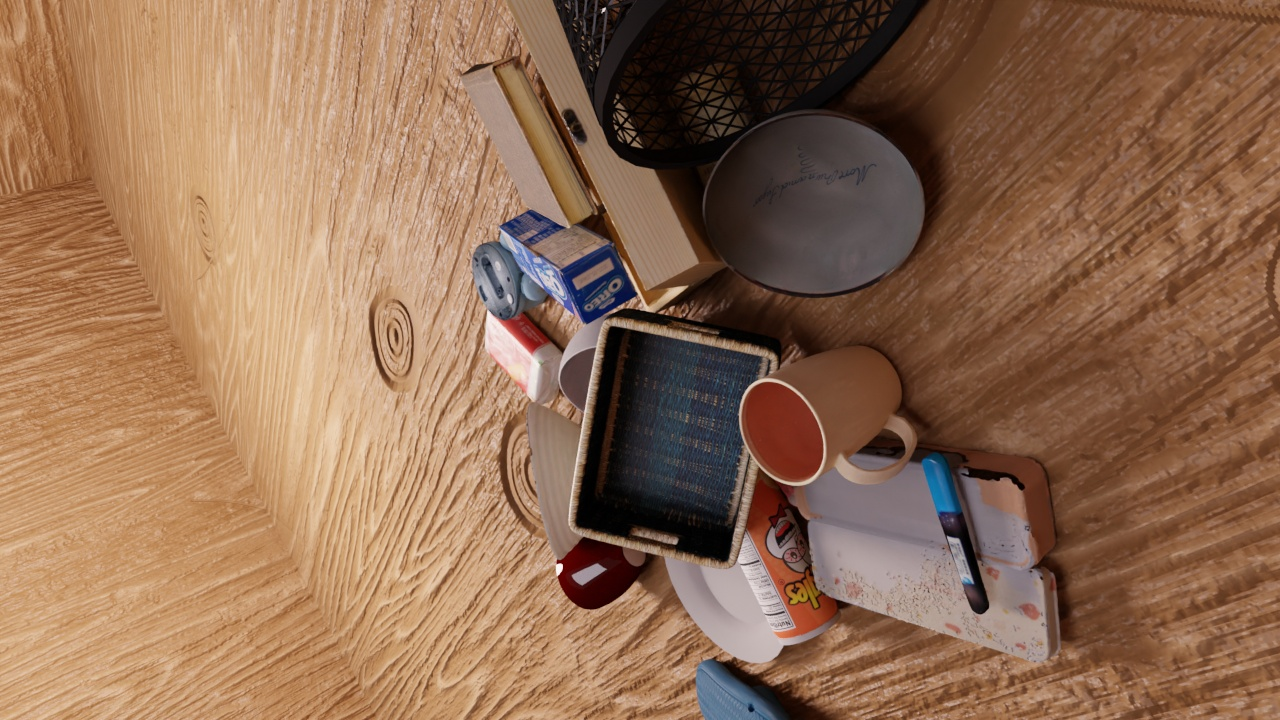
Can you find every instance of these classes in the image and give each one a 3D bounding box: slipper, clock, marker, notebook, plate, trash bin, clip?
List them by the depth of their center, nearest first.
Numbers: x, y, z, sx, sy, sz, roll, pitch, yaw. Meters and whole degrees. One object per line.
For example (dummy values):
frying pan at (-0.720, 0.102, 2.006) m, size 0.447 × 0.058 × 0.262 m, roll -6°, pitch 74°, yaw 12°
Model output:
trash bin at (0.024, -0.283, 0.563) m, size 0.243 × 0.216 × 0.218 m, roll 63°, pitch 146°, yaw 16°
marker at (0.221, 0.121, 0.639) m, size 0.018 × 0.015 × 0.123 m, roll -4°, pitch 109°, yaw 57°
clip at (0.131, 0.099, 0.804) m, size 0.022 × 0.035 × 0.057 m, roll -33°, pitch 88°, yaw 51°
notebook at (-0.115, -0.218, 0.825) m, size 0.190 × 0.034 × 0.215 m, roll 64°, pitch 171°, yaw -23°
plate at (0.088, 0.224, 0.934) m, size 0.173 × 0.019 × 0.173 m, roll 31°, pitch 133°, yaw 40°
slipper at (0.122, 0.377, 0.950) m, size 0.214 × 0.059 × 0.104 m, roll 27°, pitch 123°, yaw 61°
clock at (-0.138, -0.098, 1.015) m, size 0.125 × 0.051 × 0.089 m, roll -32°, pitch 82°, yaw 55°

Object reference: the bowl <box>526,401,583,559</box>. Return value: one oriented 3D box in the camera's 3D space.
bowl at (-0.072, 0.126, 1.018) m, size 0.177 × 0.071 × 0.177 m, roll -5°, pitch -96°, yaw -89°

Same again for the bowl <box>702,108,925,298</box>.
bowl at (0.118, -0.116, 0.629) m, size 0.151 × 0.056 × 0.151 m, roll 8°, pitch 138°, yaw 7°

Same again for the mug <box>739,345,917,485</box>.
mug at (0.147, 0.043, 0.671) m, size 0.111 × 0.104 × 0.085 m, roll 42°, pitch 139°, yaw 30°

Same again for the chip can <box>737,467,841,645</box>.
chip can at (0.105, 0.145, 0.825) m, size 0.062 × 0.062 × 0.210 m, roll -31°, pitch 85°, yaw 56°

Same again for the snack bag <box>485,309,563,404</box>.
snack bag at (-0.138, -0.010, 1.081) m, size 0.116 × 0.036 × 0.077 m, roll 43°, pitch 140°, yaw 29°

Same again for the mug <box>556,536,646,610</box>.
mug at (-0.038, 0.221, 1.063) m, size 0.089 × 0.087 × 0.114 m, roll -33°, pitch 55°, yaw 38°

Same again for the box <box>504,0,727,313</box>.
box at (-0.018, -0.169, 0.741) m, size 0.261 × 0.096 × 0.247 m, roll 138°, pitch 107°, yaw -84°

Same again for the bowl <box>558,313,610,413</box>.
bowl at (-0.005, 0.005, 0.859) m, size 0.132 × 0.064 × 0.132 m, roll 11°, pitch 142°, yaw 8°

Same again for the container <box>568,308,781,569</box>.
container at (0.029, 0.061, 0.757) m, size 0.145 × 0.071 × 0.187 m, roll 12°, pitch 103°, yaw 8°

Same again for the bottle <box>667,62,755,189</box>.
bottle at (0.074, -0.140, 0.699) m, size 0.057 × 0.056 × 0.162 m, roll -17°, pitch 96°, yaw 56°

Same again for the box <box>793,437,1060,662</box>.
box at (0.211, 0.135, 0.703) m, size 0.217 × 0.042 × 0.148 m, roll 4°, pitch 117°, yaw 52°

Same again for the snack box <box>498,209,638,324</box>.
snack box at (-0.074, -0.096, 0.855) m, size 0.059 × 0.059 × 0.226 m, roll 66°, pitch 168°, yaw -24°
